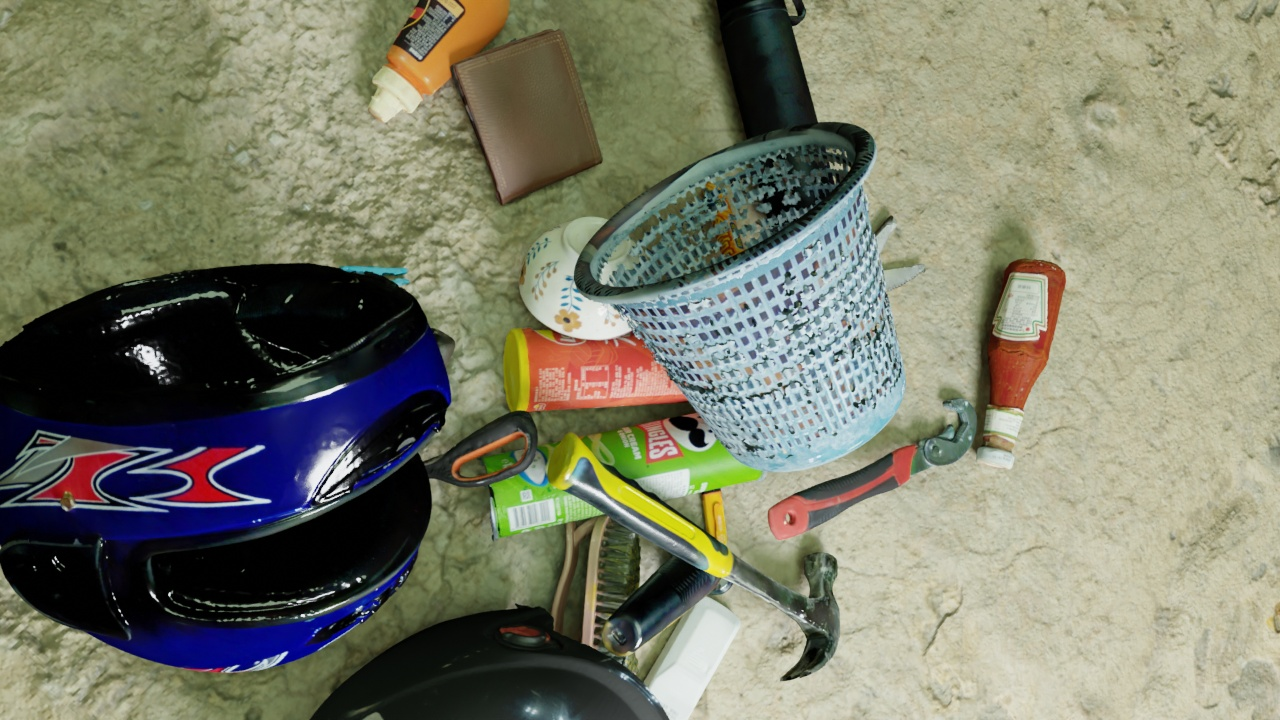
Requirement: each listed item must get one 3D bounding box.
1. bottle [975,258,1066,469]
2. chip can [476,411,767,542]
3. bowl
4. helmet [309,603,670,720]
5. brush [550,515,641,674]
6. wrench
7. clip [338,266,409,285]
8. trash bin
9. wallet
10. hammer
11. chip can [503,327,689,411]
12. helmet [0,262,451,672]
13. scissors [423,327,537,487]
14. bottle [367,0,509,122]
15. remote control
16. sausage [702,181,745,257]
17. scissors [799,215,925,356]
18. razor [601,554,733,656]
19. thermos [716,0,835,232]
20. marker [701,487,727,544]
[{"bbox_3d":[0.370,0.004,0.903,0.059,0.060,0.206,16,84,-15],"label":"bottle"},{"bbox_3d":[-0.014,0.091,0.767,0.235,0.072,0.072,-11,89,-13],"label":"chip can"},{"bbox_3d":[-0.041,-0.077,0.756,0.113,0.062,0.113,7,49,-9],"label":"bowl"},{"bbox_3d":[-0.114,0.306,0.649,0.275,0.230,0.233,-6,87,22],"label":"helmet"},{"bbox_3d":[-0.038,0.203,0.768,0.073,0.063,0.145,1,84,13],"label":"brush"},{"bbox_3d":[0.221,0.101,0.845,0.272,0.016,0.056,-22,94,-30],"label":"wrench"},{"bbox_3d":[-0.219,-0.067,0.756,0.055,0.013,0.038,-10,89,-18],"label":"clip"},{"bbox_3d":[0.093,-0.034,0.679,0.226,0.227,0.195,-37,117,-16],"label":"trash bin"},{"bbox_3d":[-0.096,-0.207,0.779,0.101,0.032,0.124,-26,114,-18],"label":"wallet"},{"bbox_3d":[0.055,0.156,0.736,0.323,0.032,0.125,36,43,-29],"label":"hammer"},{"bbox_3d":[-0.005,0.005,0.784,0.216,0.073,0.073,-3,87,-16],"label":"chip can"},{"bbox_3d":[-0.252,0.077,0.591,0.246,0.316,0.241,-44,132,-50],"label":"helmet"},{"bbox_3d":[-0.183,0.077,0.720,0.229,0.022,0.220,0,70,11],"label":"scissors"},{"bbox_3d":[-0.173,-0.259,0.761,0.067,0.067,0.149,39,84,-11],"label":"bottle"},{"bbox_3d":[0.040,0.269,0.803,0.049,0.024,0.124,35,78,-11],"label":"remote control"},{"bbox_3d":[0.083,-0.095,0.817,0.021,0.021,0.165,-7,64,-17],"label":"sausage"},{"bbox_3d":[0.175,-0.056,0.871,0.226,0.015,0.189,7,84,-16],"label":"scissors"},{"bbox_3d":[0.021,0.193,0.748,0.062,0.167,0.068,48,119,12],"label":"razor"},{"bbox_3d":[0.133,-0.244,0.845,0.089,0.068,0.242,-13,90,-21],"label":"thermos"},{"bbox_3d":[0.063,0.107,0.826,0.018,0.015,0.124,-6,85,-23],"label":"marker"}]
